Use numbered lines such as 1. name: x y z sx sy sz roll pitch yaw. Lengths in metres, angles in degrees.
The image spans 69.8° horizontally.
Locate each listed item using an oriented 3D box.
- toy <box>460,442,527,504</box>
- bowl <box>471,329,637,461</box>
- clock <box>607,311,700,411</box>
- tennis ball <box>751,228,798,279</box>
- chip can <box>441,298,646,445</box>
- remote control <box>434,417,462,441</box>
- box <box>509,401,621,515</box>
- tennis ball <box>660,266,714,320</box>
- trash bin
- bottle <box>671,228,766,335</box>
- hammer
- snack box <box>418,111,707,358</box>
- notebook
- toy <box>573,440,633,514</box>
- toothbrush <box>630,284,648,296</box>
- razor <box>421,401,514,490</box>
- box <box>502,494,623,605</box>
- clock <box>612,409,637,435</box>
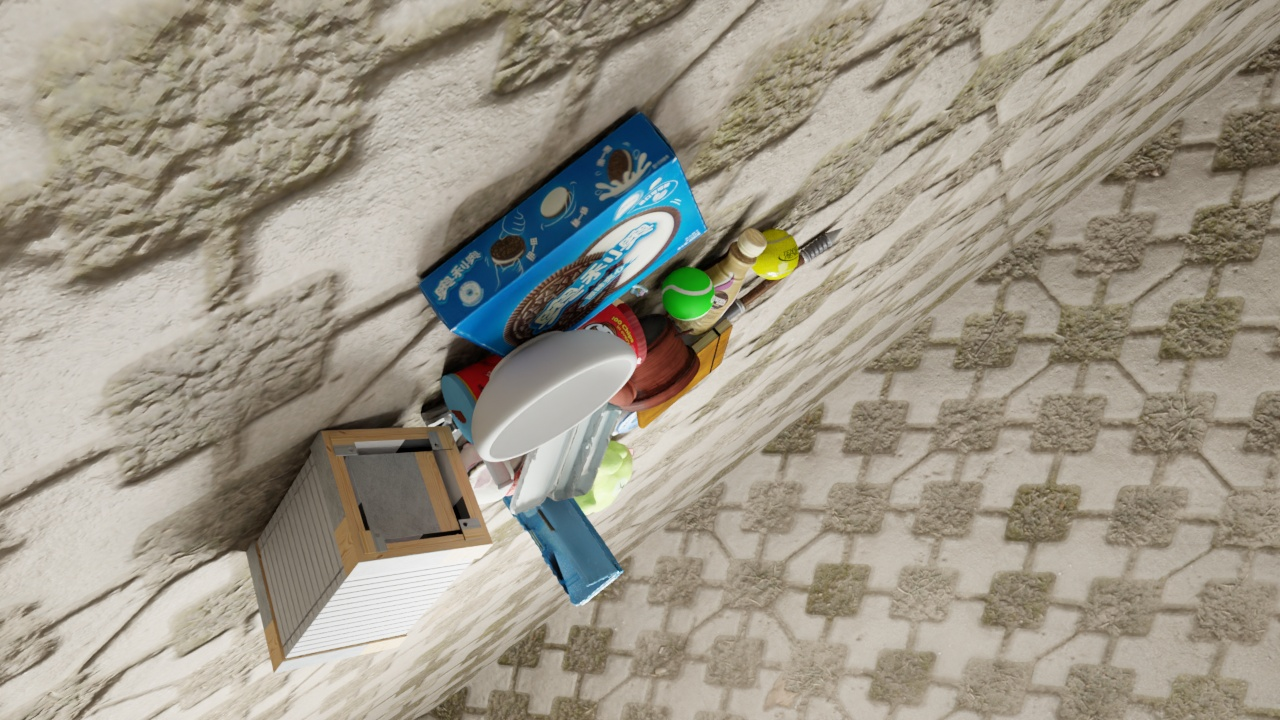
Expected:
1. toy: -0.199 0.144 1.195 0.159 0.084 0.194 -27 173 22
2. bowl: -0.092 0.022 0.881 0.176 0.066 0.177 -32 166 -10
3. clock: -0.007 0.007 1.136 0.157 0.072 0.120 -33 -156 -5
4. tennis ball: 0.173 -0.138 1.193 0.065 0.065 0.065 -33 164 -11
5. chip can: -0.102 0.009 0.998 0.212 0.087 0.087 -27 162 -27
6. remote control: -0.246 0.108 1.092 0.047 0.022 0.151 -15 154 -52
7. box: -0.094 0.104 1.240 0.191 0.045 0.210 -10 123 -59
8. tennis ball: 0.057 -0.081 1.113 0.065 0.065 0.065 -33 164 -11
9. trash bin: -0.294 0.199 0.970 0.142 0.142 0.248 1 142 -42
10. bottle: 0.102 -0.101 1.161 0.059 0.059 0.166 -21 158 -43
11. hammer: 0.176 -0.103 1.359 0.322 0.043 0.156 -37 165 -8
12. snack box: -0.058 -0.098 0.834 0.239 0.056 0.195 -37 165 4
13. notebook: 0.064 0.018 1.295 0.178 0.014 0.249 -39 169 -7
14. toy: -0.078 0.199 1.589 0.150 0.107 0.197 -59 175 -6
15. toothbrush: -0.028 -0.086 1.010 0.022 0.016 0.154 -2 177 22
16. razor: -0.176 0.090 1.018 0.088 0.116 0.047 -28 178 -27
17. box: -0.138 0.239 1.317 0.094 0.231 0.111 -40 163 14
18. clock: -0.018 0.078 1.438 0.088 0.052 0.126 -23 160 -41
